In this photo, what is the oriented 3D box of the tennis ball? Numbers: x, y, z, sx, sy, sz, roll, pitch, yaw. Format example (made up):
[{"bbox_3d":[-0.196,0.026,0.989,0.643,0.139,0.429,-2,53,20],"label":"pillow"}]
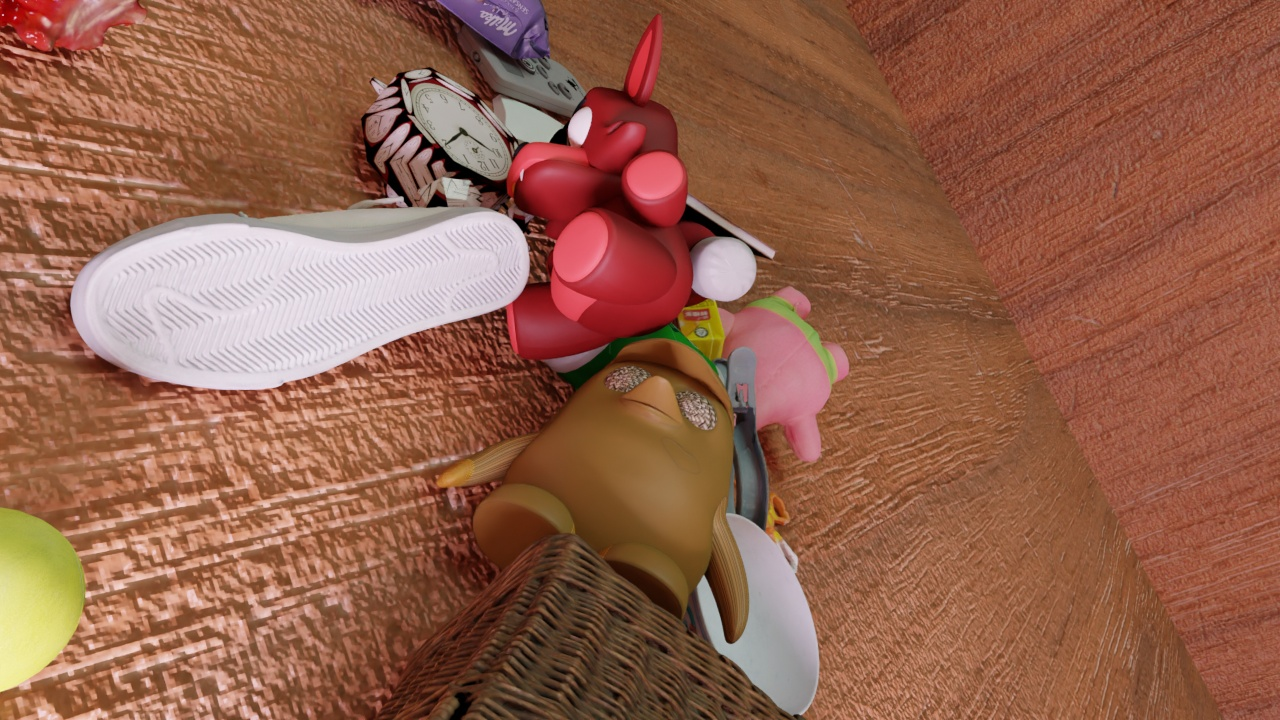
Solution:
[{"bbox_3d":[-0.232,0.084,0.321,0.065,0.065,0.065,37,37,-34],"label":"tennis ball"}]

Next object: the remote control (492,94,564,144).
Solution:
[{"bbox_3d":[-0.073,-0.197,0.852,0.143,0.024,0.049,24,45,-45],"label":"remote control"}]

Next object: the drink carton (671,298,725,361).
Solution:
[{"bbox_3d":[0.043,-0.048,0.844,0.043,0.059,0.134,-3,49,-8],"label":"drink carton"}]

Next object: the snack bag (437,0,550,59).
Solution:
[{"bbox_3d":[-0.158,-0.341,0.780,0.205,0.058,0.096,27,26,-45],"label":"snack bag"}]

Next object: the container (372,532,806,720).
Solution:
[{"bbox_3d":[-0.021,0.216,0.414,0.250,0.162,0.182,43,24,-9],"label":"container"}]

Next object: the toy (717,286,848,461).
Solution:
[{"bbox_3d":[0.117,0.020,0.890,0.192,0.097,0.236,50,45,0],"label":"toy"}]

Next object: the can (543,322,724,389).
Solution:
[{"bbox_3d":[-0.004,0.004,0.715,0.140,0.088,0.087,42,34,-28],"label":"can"}]

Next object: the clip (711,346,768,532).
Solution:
[{"bbox_3d":[0.083,0.070,0.732,0.028,0.127,0.167,1,84,-16],"label":"clip"}]

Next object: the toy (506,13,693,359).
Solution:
[{"bbox_3d":[-0.027,-0.107,0.610,0.120,0.159,0.197,9,65,-21],"label":"toy"}]

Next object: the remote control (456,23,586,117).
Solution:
[{"bbox_3d":[-0.101,-0.269,0.865,0.150,0.019,0.074,-1,52,-57],"label":"remote control"}]

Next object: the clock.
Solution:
[{"bbox_3d":[-0.134,-0.129,0.654,0.114,0.065,0.154,-7,62,-58],"label":"clock"}]

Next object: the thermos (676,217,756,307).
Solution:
[{"bbox_3d":[0.025,-0.076,0.719,0.073,0.073,0.240,49,-8,-18],"label":"thermos"}]

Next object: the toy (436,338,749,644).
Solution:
[{"bbox_3d":[-0.002,0.066,0.582,0.198,0.163,0.202,27,43,4],"label":"toy"}]

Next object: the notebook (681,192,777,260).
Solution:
[{"bbox_3d":[-0.003,-0.135,0.774,0.141,0.209,0.008,23,91,-47],"label":"notebook"}]

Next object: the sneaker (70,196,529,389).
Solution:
[{"bbox_3d":[-0.183,-0.042,0.510,0.241,0.091,0.089,-16,108,-41],"label":"sneaker"}]

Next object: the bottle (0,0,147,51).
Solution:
[{"bbox_3d":[-0.302,-0.214,0.452,0.111,0.099,0.098,54,30,0],"label":"bottle"}]

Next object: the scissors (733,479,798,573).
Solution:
[{"bbox_3d":[0.113,0.153,0.822,0.133,0.012,0.096,25,46,-59],"label":"scissors"}]

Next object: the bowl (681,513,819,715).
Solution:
[{"bbox_3d":[0.056,0.190,0.654,0.144,0.074,0.143,37,37,-34],"label":"bowl"}]
